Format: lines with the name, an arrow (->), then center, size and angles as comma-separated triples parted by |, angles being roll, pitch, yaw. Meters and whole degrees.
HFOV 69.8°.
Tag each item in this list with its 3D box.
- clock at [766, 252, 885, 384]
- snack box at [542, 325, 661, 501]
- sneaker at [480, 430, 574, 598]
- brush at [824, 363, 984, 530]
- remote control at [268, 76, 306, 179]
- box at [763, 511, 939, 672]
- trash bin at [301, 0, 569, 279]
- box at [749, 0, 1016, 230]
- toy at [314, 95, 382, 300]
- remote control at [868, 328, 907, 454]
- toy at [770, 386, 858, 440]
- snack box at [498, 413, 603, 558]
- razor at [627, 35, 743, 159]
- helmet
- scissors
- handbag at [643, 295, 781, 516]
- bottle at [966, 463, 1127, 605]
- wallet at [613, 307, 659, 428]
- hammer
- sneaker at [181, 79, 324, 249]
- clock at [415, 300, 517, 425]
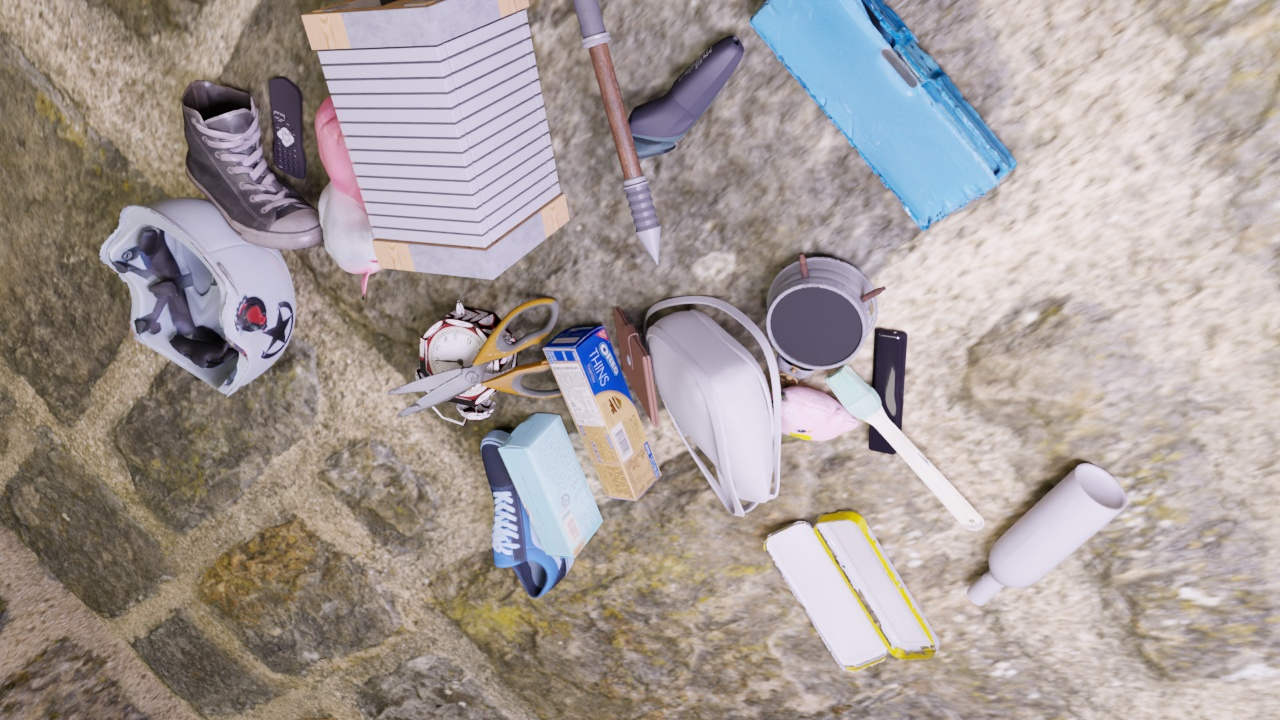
clock -> 0.163, -0.032, 0.864 | 0.104, 0.056, 0.148 | 23, 126, 5
snack box -> -0.041, 0.060, 1.050 | 0.056, 0.057, 0.207 | 1, 120, 42
sneaker -> -0.159, 0.211, 1.203 | 0.084, 0.098, 0.241 | -2, 120, 33
brush -> 0.261, 0.089, 0.896 | 0.217, 0.012, 0.033 | 46, 132, -7
remote control -> -0.418, -0.274, 1.085 | 0.046, 0.009, 0.125 | 26, 131, 14
box -> 0.239, 0.265, 1.039 | 0.130, 0.038, 0.209 | -24, 107, 31
trash bin -> -0.186, -0.226, 0.885 | 0.143, 0.142, 0.247 | 8, 125, 27
box -> 0.188, -0.212, 0.729 | 0.231, 0.048, 0.093 | 49, 133, -6
toy -> -0.311, -0.185, 1.012 | 0.142, 0.084, 0.214 | 58, 149, 36
remote control -> 0.238, 0.032, 0.889 | 0.032, 0.015, 0.137 | 11, 126, 25
toy -> 0.167, 0.054, 0.920 | 0.093, 0.050, 0.102 | 19, 170, -7
snack box -> -0.110, 0.158, 1.152 | 0.053, 0.074, 0.175 | -1, 120, 33
razor -> 0.037, -0.233, 0.814 | 0.052, 0.047, 0.143 | 29, 134, -22
helmet -> -0.540, -0.101, 1.174 | 0.237, 0.163, 0.265 | 23, 132, 21
scissors -> -0.171, 0.021, 1.052 | 0.225, 0.016, 0.162 | -32, 115, 2
handbag -> 0.079, 0.061, 0.944 | 0.216, 0.095, 0.223 | 49, 157, 53
bottle -> 0.378, 0.178, 0.880 | 0.052, 0.052, 0.196 | 33, 132, 8
wallet -> -0.006, 0.006, 0.968 | 0.013, 0.121, 0.087 | -14, 121, -10
hammer -> -0.028, -0.242, 0.804 | 0.156, 0.042, 0.322 | -7, 106, 35
sneaker -> -0.452, -0.224, 1.071 | 0.235, 0.095, 0.120 | 43, 140, 23
clock -> -0.211, 0.009, 1.113 | 0.115, 0.064, 0.155 | 32, 117, 8
